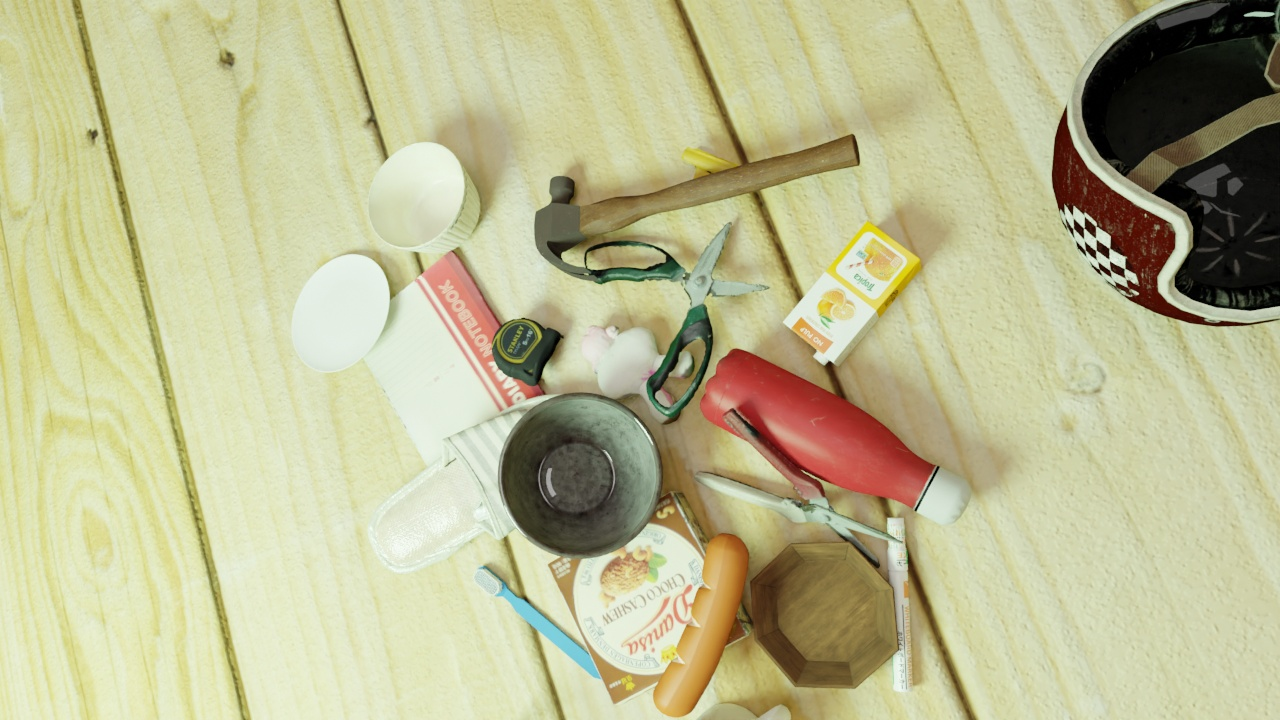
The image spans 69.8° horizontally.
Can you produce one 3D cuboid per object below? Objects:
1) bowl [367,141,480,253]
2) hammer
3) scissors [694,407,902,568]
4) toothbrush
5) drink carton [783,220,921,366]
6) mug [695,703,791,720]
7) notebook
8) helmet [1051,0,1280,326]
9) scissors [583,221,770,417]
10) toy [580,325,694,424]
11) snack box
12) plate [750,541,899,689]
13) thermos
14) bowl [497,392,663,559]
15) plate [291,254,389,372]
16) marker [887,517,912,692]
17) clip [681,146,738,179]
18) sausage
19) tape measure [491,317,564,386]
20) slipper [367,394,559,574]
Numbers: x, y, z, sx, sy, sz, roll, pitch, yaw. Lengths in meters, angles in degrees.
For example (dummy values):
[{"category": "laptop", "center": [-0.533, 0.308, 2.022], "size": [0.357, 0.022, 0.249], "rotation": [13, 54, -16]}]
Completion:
[{"category": "bowl", "center": [-0.218, -0.162, 0.959], "size": [0.115, 0.062, 0.115], "rotation": [-5, 77, 20]}, {"category": "hammer", "center": [0.043, -0.154, 0.862], "size": [0.324, 0.033, 0.115], "rotation": [-11, 66, 24]}, {"category": "scissors", "center": [0.125, 0.116, 0.811], "size": [0.180, 0.015, 0.198], "rotation": [-13, 120, 47]}, {"category": "toothbrush", "center": [-0.101, 0.257, 0.898], "size": [0.166, 0.014, 0.016], "rotation": [35, 95, 18]}, {"category": "drink carton", "center": [0.188, -0.056, 0.824], "size": [0.058, 0.040, 0.122], "rotation": [41, 97, 18]}, {"category": "mug", "center": [0.082, 0.332, 0.787], "size": [0.110, 0.090, 0.073], "rotation": [-39, 73, 11]}, {"category": "notebook", "center": [-0.202, 0.008, 0.963], "size": [0.153, 0.012, 0.208], "rotation": [-38, 74, 11]}, {"category": "helmet", "center": [0.422, -0.147, 0.642], "size": [0.233, 0.253, 0.234], "rotation": [-44, 48, 3]}, {"category": "scissors", "center": [0.015, -0.054, 0.871], "size": [0.205, 0.015, 0.201], "rotation": [17, 72, 29]}, {"category": "toy", "center": [-0.005, 0.005, 0.884], "size": [0.123, 0.038, 0.079], "rotation": [30, 102, 17]}, {"category": "snack box", "center": [0.008, 0.219, 0.851], "size": [0.143, 0.041, 0.147], "rotation": [-32, 74, 12]}, {"category": "plate", "center": [0.161, 0.220, 0.805], "size": [0.131, 0.025, 0.131], "rotation": [-2, 86, 21]}, {"category": "thermos", "center": [0.169, 0.070, 0.798], "size": [0.240, 0.073, 0.073], "rotation": [27, 92, 19]}, {"category": "bowl", "center": [-0.057, 0.105, 0.835], "size": [0.145, 0.067, 0.145], "rotation": [1, 80, -8]}, {"category": "plate", "center": [-0.325, -0.051, 1.003], "size": [0.135, 0.011, 0.134], "rotation": [-7, 72, 23]}, {"category": "marker", "center": [0.224, 0.210, 0.793], "size": [0.017, 0.017, 0.145], "rotation": [-3, 83, 18]}, {"category": "clip", "center": [0.063, -0.181, 0.889], "size": [0.054, 0.046, 0.048], "rotation": [27, 67, 18]}, {"category": "sausage", "center": [0.055, 0.229, 0.790], "size": [0.044, 0.039, 0.164], "rotation": [20, 89, 16]}, {"category": "tape measure", "center": [-0.118, -0.011, 0.917], "size": [0.061, 0.034, 0.061], "rotation": [26, 71, 5]}, {"category": "slipper", "center": [-0.159, 0.125, 0.908], "size": [0.273, 0.054, 0.114], "rotation": [-30, 79, 12]}]
